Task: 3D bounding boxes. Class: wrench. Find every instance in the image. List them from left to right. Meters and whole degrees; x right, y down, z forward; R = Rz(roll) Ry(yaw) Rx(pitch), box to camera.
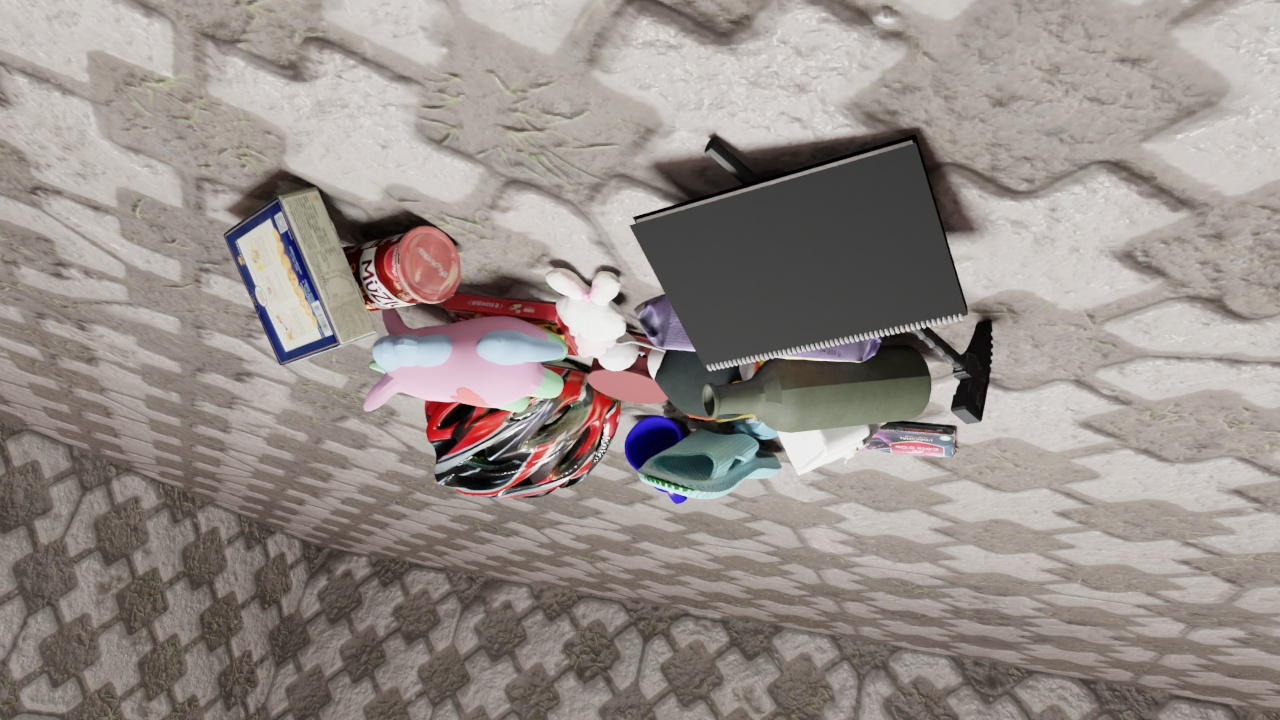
[{"bbox_3d":[0.091,0.058,1.052,0.083,0.018,0.274,18,167,-16],"label":"wrench"}]

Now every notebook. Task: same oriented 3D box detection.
[{"bbox_3d":[0.115,-0.067,0.668,0.207,0.016,0.149,-12,127,26],"label":"notebook"}]

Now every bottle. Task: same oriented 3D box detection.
[{"bbox_3d":[0.157,0.027,0.831,0.206,0.071,0.072,-5,163,-17],"label":"bottle"}]

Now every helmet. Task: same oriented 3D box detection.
[{"bbox_3d":[-0.150,0.086,1.159,0.273,0.166,0.217,-18,148,32],"label":"helmet"}]

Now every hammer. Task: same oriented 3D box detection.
[{"bbox_3d":[0.170,-0.071,0.705,0.325,0.094,0.015,35,151,-25],"label":"hammer"}]

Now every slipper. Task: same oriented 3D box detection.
[{"bbox_3d":[0.093,0.118,1.132,0.116,0.069,0.275,7,-176,33],"label":"slipper"}]

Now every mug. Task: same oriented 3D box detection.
[{"bbox_3d":[0.035,0.139,1.215,0.079,0.111,0.083,-25,149,8],"label":"mug"}]

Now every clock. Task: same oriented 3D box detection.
[{"bbox_3d":[-0.006,0.006,0.992,0.096,0.048,0.138,16,158,-8],"label":"clock"}]

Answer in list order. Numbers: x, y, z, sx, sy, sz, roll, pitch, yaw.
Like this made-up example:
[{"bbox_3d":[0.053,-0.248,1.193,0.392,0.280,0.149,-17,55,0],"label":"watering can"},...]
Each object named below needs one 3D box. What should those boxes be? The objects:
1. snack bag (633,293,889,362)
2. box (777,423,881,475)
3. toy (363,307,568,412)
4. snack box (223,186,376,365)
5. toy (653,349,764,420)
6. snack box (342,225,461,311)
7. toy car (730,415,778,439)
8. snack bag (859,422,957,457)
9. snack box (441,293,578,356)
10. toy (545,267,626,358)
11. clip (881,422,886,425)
[{"bbox_3d":[0.104,-0.035,0.786,0.206,0.058,0.096,5,-173,18],"label":"snack bag"},{"bbox_3d":[0.212,0.046,0.945,0.130,0.103,0.110,-22,164,-12],"label":"box"},{"bbox_3d":[-0.181,-0.001,0.949,0.171,0.120,0.223,17,160,-31],"label":"toy"},{"bbox_3d":[-0.326,-0.075,0.873,0.145,0.144,0.042,-11,-167,47],"label":"snack box"},{"bbox_3d":[0.074,0.012,0.914,0.100,0.097,0.119,-10,174,23],"label":"toy"},{"bbox_3d":[-0.238,-0.084,0.877,0.122,0.072,0.072,-5,152,39],"label":"snack box"},{"bbox_3d":[0.153,0.076,1.102,0.060,0.027,0.108,26,155,-30],"label":"toy car"},{"bbox_3d":[0.288,0.089,1.072,0.155,0.018,0.074,3,155,20],"label":"snack bag"},{"bbox_3d":[-0.138,-0.039,0.995,0.133,0.021,0.089,7,157,15],"label":"snack box"},{"bbox_3d":[-0.049,-0.047,0.898,0.076,0.037,0.126,12,145,15],"label":"toy"},{"bbox_3d":[0.253,0.059,1.013,0.047,0.025,0.062,9,165,21],"label":"clip"}]
